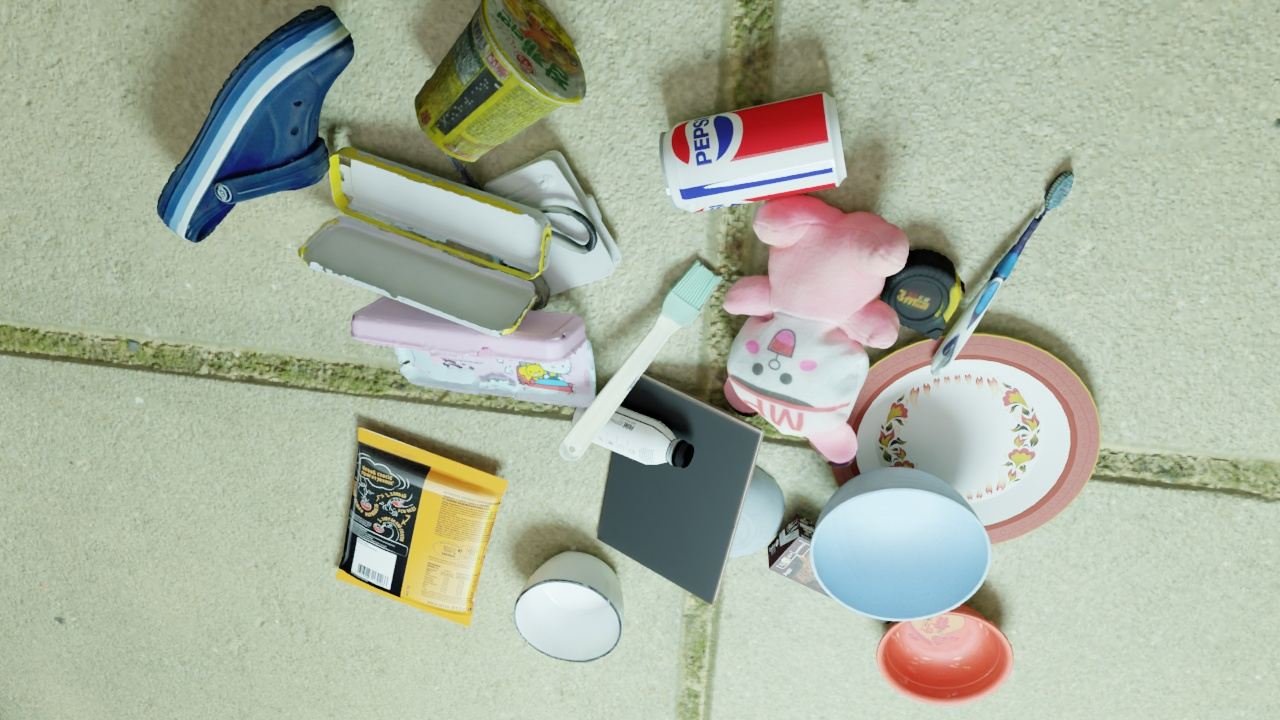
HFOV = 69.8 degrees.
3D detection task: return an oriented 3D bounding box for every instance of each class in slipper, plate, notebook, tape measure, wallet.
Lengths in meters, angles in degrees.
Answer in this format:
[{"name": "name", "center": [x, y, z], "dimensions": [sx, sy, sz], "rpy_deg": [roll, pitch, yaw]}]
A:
[{"name": "slipper", "center": [-0.297, -0.177, 0.743], "dimensions": [0.095, 0.104, 0.253], "rpy_deg": [43, 122, -16]}, {"name": "plate", "center": [0.285, 0.074, 0.821], "dimensions": [0.230, 0.021, 0.230], "rpy_deg": [5, 120, 8]}, {"name": "notebook", "center": [0.031, 0.122, 0.873], "dimensions": [0.141, 0.008, 0.209], "rpy_deg": [25, 124, 23]}, {"name": "tape measure", "center": [0.227, -0.059, 0.748], "dimensions": [0.067, 0.038, 0.063], "rpy_deg": [22, 129, 1]}, {"name": "wallet", "center": [-0.073, -0.116, 0.778], "dimensions": [0.086, 0.032, 0.116], "rpy_deg": [-12, 119, 29]}]

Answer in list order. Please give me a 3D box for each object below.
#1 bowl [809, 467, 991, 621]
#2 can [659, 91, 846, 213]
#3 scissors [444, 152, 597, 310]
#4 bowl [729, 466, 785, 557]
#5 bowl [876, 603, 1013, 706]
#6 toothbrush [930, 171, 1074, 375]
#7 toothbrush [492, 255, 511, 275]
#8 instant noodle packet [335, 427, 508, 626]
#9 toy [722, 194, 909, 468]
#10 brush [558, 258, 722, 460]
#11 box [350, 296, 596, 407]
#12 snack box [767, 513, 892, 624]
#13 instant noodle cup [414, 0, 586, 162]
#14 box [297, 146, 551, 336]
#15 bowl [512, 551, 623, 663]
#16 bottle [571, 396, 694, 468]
[{"name": "bowl", "center": [0.227, 0.152, 0.818], "dimensions": [0.150, 0.074, 0.151], "rpy_deg": [4, 120, 7]}, {"name": "can", "center": [0.086, -0.156, 0.698], "dimensions": [0.132, 0.070, 0.070], "rpy_deg": [-8, 117, 15]}, {"name": "scissors", "center": [-0.110, -0.110, 0.768], "dimensions": [0.158, 0.012, 0.169], "rpy_deg": [3, 126, 20]}, {"name": "bowl", "center": [0.087, 0.152, 0.893], "dimensions": [0.106, 0.039, 0.106], "rpy_deg": [5, 120, 8]}, {"name": "bowl", "center": [0.304, 0.286, 0.925], "dimensions": [0.130, 0.045, 0.131], "rpy_deg": [5, 120, 8]}, {"name": "toothbrush", "center": [0.285, -0.065, 0.729], "dimensions": [0.016, 0.017, 0.189], "rpy_deg": [28, 112, 1]}, {"name": "toothbrush", "center": [-0.115, -0.043, 0.833], "dimensions": [0.017, 0.016, 0.181], "rpy_deg": [-1, 120, 21]}, {"name": "instant noodle packet", "center": [-0.237, 0.183, 0.976], "dimensions": [0.160, 0.032, 0.221], "rpy_deg": [20, 121, 2]}, {"name": "toy", "center": [0.139, -0.024, 0.753], "dimensions": [0.142, 0.084, 0.213], "rpy_deg": [21, 119, 24]}, {"name": "brush", "center": [-0.005, 0.005, 0.810], "dimensions": [0.033, 0.012, 0.218], "rpy_deg": [35, 104, -10]}, {"name": "box", "center": [-0.146, 0.002, 0.814], "dimensions": [0.202, 0.100, 0.103], "rpy_deg": [7, 114, 15]}, {"name": "snack box", "center": [0.198, 0.205, 0.898], "dimensions": [0.141, 0.031, 0.051], "rpy_deg": [27, 121, -12]}, {"name": "instant noodle cup", "center": [-0.112, -0.209, 0.699], "dimensions": [0.108, 0.102, 0.102], "rpy_deg": [-30, 110, 34]}, {"name": "box", "center": [-0.182, -0.098, 0.754], "dimensions": [0.210, 0.079, 0.084], "rpy_deg": [20, 135, 13]}, {"name": "bowl", "center": [-0.070, 0.253, 0.965], "dimensions": [0.116, 0.065, 0.116], "rpy_deg": [5, 120, 8]}, {"name": "bottle", "center": [-0.006, 0.068, 0.839], "dimensions": [0.116, 0.041, 0.041], "rpy_deg": [19, 124, 26]}]
